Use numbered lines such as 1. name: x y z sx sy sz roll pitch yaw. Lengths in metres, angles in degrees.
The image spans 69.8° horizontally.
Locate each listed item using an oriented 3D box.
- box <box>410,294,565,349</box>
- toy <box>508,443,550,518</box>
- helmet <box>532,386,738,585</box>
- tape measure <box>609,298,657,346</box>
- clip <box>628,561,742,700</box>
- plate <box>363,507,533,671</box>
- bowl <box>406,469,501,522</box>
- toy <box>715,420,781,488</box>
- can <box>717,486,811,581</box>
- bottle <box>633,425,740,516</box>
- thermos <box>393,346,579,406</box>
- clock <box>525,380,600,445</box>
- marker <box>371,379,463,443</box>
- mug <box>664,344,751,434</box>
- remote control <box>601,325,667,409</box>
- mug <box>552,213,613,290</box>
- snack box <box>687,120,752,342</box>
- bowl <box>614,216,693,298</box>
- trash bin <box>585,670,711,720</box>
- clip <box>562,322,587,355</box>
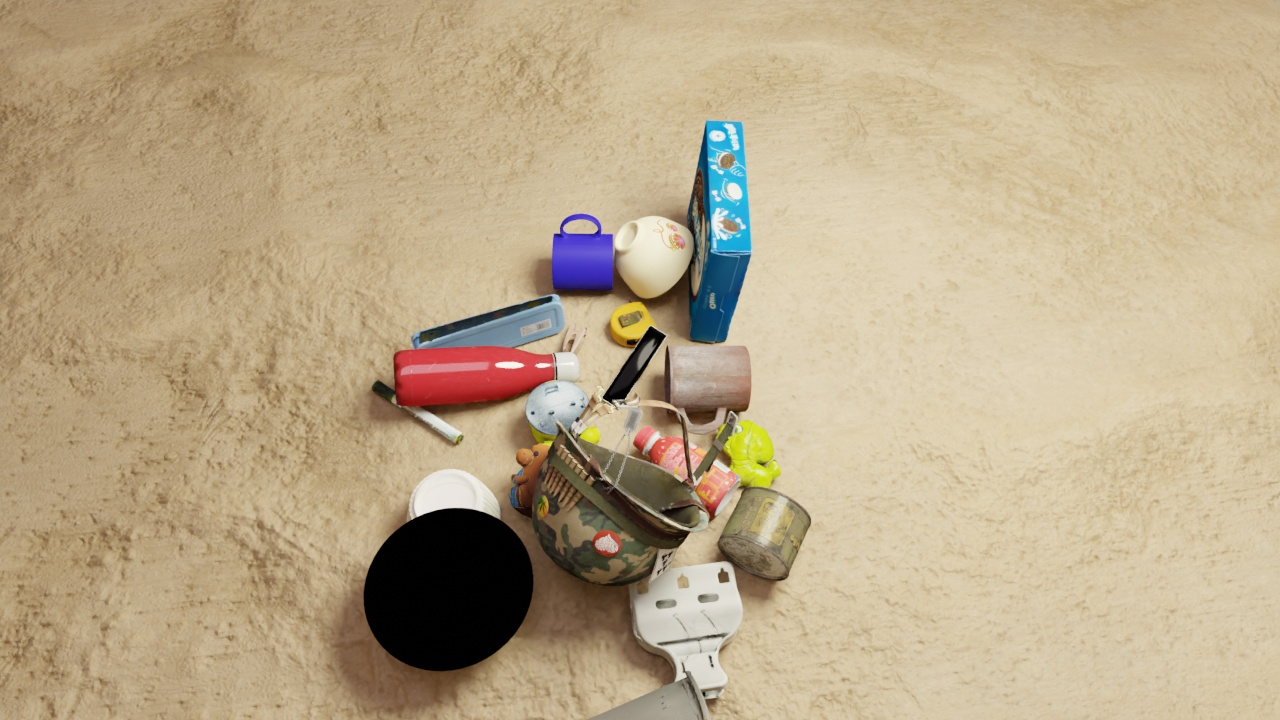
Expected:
1. box: -0.208 -0.048 1.245 0.209 0.067 0.052 -19 53 -13
2. toy: -0.110 0.152 1.120 0.103 0.071 0.090 19 82 -13
3. helmet: -0.014 0.136 1.023 0.225 0.192 0.236 11 77 54
4. tape measure: -0.014 -0.051 1.273 0.058 0.030 0.068 -19 59 -15
5. clip: 0.056 0.310 1.037 0.125 0.089 0.150 -8 69 -4
6. plate: -0.210 0.238 0.994 0.184 0.036 0.184 1 57 -1
7. bowl: -0.228 0.181 1.098 0.115 0.063 0.115 1 57 -1
8. toy: 0.136 0.120 1.165 0.094 0.036 0.093 18 67 11
9. can: 0.146 0.203 1.079 0.090 0.090 0.074 24 59 13
10. bottle: 0.053 0.131 1.139 0.137 0.062 0.061 35 63 19
11. thermos: -0.198 0.017 1.198 0.239 0.073 0.073 -3 57 -14
12. clock: -0.100 0.082 1.169 0.083 0.057 0.119 -17 59 -13
13. marker: -0.291 0.067 1.197 0.146 0.017 0.017 29 61 16
14. mug: 0.087 0.038 1.185 0.110 0.096 0.122 -3 65 1
15. remote control: -0.007 0.007 1.229 0.028 0.012 0.124 32 73 4
16. mug: -0.080 -0.153 1.290 0.083 0.111 0.079 1 33 -1
17. snack box: 0.104 -0.176 1.257 0.056 0.196 0.238 4 57 -4
18. bowl: 0.005 -0.156 1.278 0.118 0.074 0.117 -27 48 33
19. trash bin: -0.023 0.429 0.861 0.220 0.197 0.197 -16 81 -4
20. clip: -0.094 -0.029 1.260 0.061 0.026 0.049 -34 63 -23
